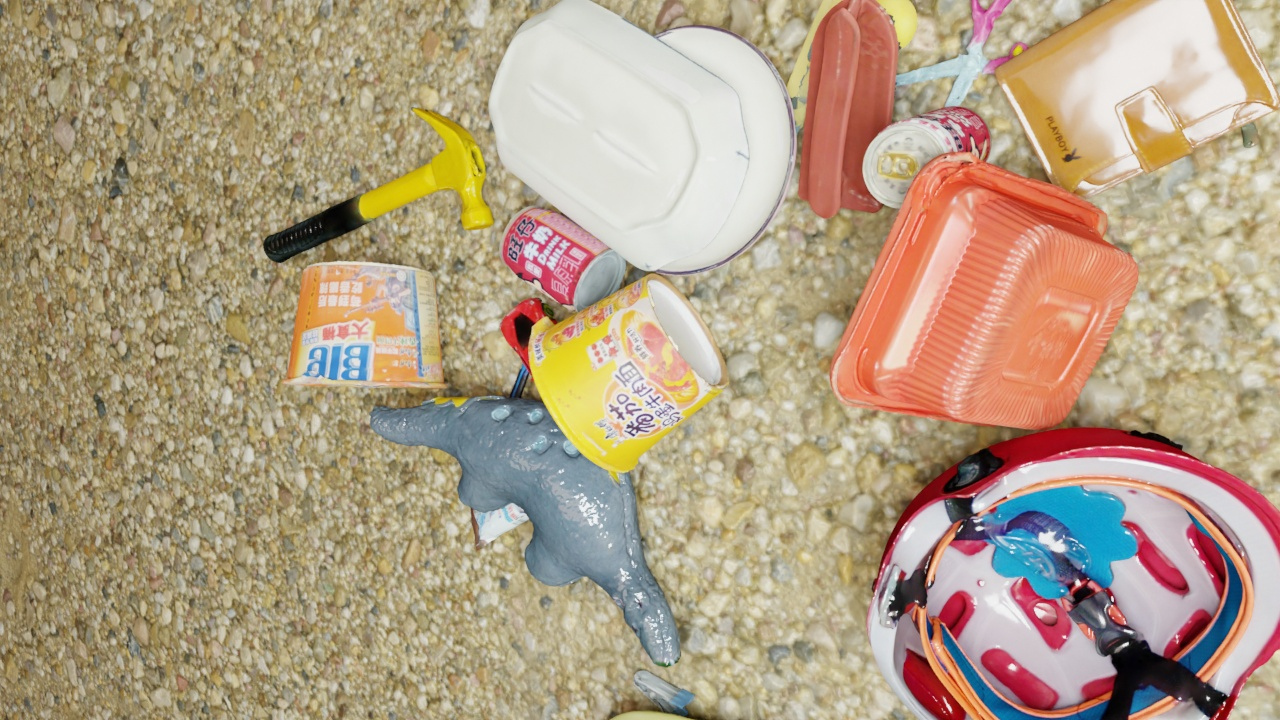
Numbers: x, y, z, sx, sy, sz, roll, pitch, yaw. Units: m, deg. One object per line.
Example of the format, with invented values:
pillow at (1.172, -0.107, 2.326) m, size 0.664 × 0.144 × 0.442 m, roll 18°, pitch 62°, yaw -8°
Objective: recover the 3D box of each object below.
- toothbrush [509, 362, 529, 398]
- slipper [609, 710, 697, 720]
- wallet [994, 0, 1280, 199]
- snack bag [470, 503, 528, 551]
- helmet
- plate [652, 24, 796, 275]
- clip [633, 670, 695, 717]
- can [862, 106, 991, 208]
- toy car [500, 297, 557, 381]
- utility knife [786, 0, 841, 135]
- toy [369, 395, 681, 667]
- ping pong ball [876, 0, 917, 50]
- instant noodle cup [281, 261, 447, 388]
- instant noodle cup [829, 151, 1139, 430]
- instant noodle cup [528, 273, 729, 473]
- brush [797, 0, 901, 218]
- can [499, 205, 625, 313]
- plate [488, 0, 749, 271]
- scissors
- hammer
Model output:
toothbrush at (-0.124, 0.051, 0.873) m, size 0.014 × 0.016 × 0.190 m, roll 32°, pitch 108°, yaw 30°
slipper at (0.047, 0.343, 0.749) m, size 0.191 × 0.081 × 0.092 m, roll -2°, pitch 133°, yaw 26°
wallet at (0.310, -0.166, 0.575) m, size 0.131 × 0.035 × 0.119 m, roll -28°, pitch 89°, yaw 34°
snack bag at (-0.127, 0.145, 0.875) m, size 0.104 × 0.026 × 0.048 m, roll -26°, pitch 68°, yaw 29°
helmet at (0.261, 0.132, 0.573) m, size 0.207 × 0.143 × 0.241 m, roll 41°, pitch 115°, yaw -1°
plate at (0.041, -0.164, 0.729) m, size 0.193 × 0.039 × 0.192 m, roll 3°, pitch 96°, yaw 34°
clip at (0.017, 0.293, 0.808) m, size 0.058 × 0.026 × 0.043 m, roll 29°, pitch 117°, yaw 25°
can at (0.187, -0.133, 0.592) m, size 0.053 × 0.132 × 0.053 m, roll 11°, pitch 113°, yaw 28°
toy car at (-0.084, -0.004, 0.826) m, size 0.049 × 0.031 × 0.106 m, roll -36°, pitch 84°, yaw 22°
utility knife at (0.134, -0.227, 0.690) m, size 0.031 × 0.020 × 0.190 m, roll 33°, pitch 116°, yaw 30°
toy at (-0.082, 0.113, 0.799) m, size 0.356 × 0.091 × 0.138 m, roll 38°, pitch 93°, yaw 16°
ping pong ball at (0.174, -0.237, 0.646) m, size 0.040 × 0.040 × 0.040 m, roll 4°, pitch 97°, yaw 30°
instant noodle cup at (-0.258, -0.030, 0.870) m, size 0.152 × 0.151 × 0.111 m, roll -1°, pitch 86°, yaw 31°
instant noodle cup at (0.218, -0.028, 0.557) m, size 0.079 × 0.188 × 0.165 m, roll 43°, pitch 119°, yaw 52°
instant noodle cup at (-0.004, 0.004, 0.730) m, size 0.110 × 0.137 × 0.138 m, roll -34°, pitch 78°, yaw 20°
brush at (0.142, -0.174, 0.631) m, size 0.063 × 0.069 × 0.146 m, roll 17°, pitch 125°, yaw 27°
can at (-0.068, -0.087, 0.791) m, size 0.094 × 0.066 × 0.067 m, roll 33°, pitch 111°, yaw 23°
plate at (-0.033, -0.185, 0.732) m, size 0.266 × 0.034 × 0.162 m, roll 41°, pitch 116°, yaw 26°
scissors at (0.232, -0.213, 0.631) m, size 0.134 × 0.017 × 0.130 m, roll -1°, pitch 98°, yaw 34°
hammer at (-0.275, -0.156, 0.925) m, size 0.301 × 0.032 × 0.128 m, roll -15°, pitch 87°, yaw 31°
